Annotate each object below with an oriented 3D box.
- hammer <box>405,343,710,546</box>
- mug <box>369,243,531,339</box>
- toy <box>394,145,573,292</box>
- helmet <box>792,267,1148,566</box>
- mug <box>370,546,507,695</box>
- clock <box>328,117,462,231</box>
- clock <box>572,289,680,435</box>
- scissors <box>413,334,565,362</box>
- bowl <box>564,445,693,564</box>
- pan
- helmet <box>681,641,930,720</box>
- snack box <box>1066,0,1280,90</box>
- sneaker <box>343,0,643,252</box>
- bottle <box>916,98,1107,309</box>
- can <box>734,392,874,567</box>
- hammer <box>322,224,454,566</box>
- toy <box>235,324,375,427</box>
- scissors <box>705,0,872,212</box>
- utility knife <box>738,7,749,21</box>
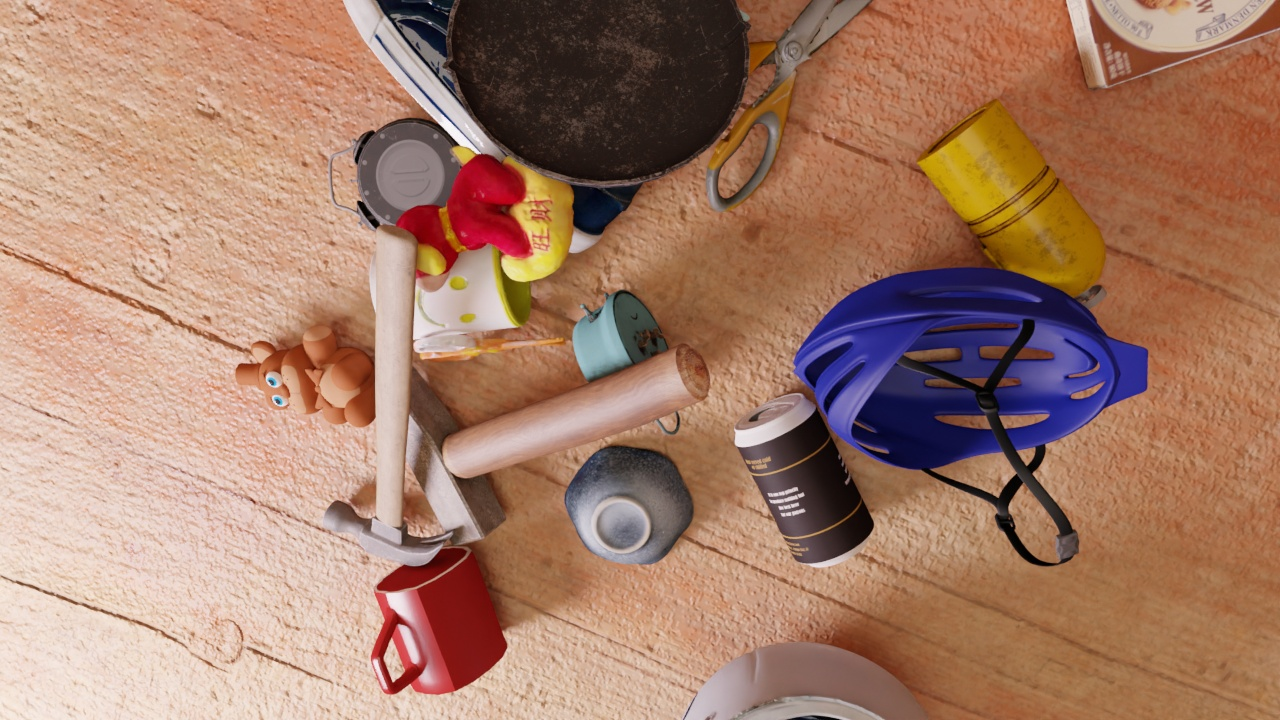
[{"bbox_3d":[-0.075,0.044,0.711,0.302,0.037,0.158,-20,100,35],"label":"hammer"},{"bbox_3d":[-0.150,-0.061,0.733,0.106,0.082,0.082,-7,102,9],"label":"mug"},{"bbox_3d":[-0.114,-0.101,0.654,0.137,0.067,0.105,-14,105,10],"label":"toy"},{"bbox_3d":[0.221,0.037,0.638,0.242,0.227,0.148,-7,133,22],"label":"helmet"},{"bbox_3d":[-0.182,0.229,0.785,0.081,0.116,0.096,-10,103,38],"label":"mug"},{"bbox_3d":[-0.183,-0.146,0.736,0.123,0.043,0.091,-2,95,4],"label":"clock"},{"bbox_3d":[-0.004,0.004,0.729,0.053,0.089,0.124,-26,94,23],"label":"clock"},{"bbox_3d":[-0.121,-0.014,0.745,0.133,0.084,0.012,-6,81,6],"label":"scissors"},{"bbox_3d":[-0.012,0.130,0.774,0.110,0.055,0.110,1,102,6],"label":"bowl"},{"bbox_3d":[-0.044,-0.280,0.644,0.207,0.040,0.356,-10,76,-8],"label":"pan"},{"bbox_3d":[0.131,0.349,0.751,0.237,0.163,0.264,11,110,8],"label":"helmet"},{"bbox_3d":[0.375,-0.283,0.639,0.147,0.041,0.143,-17,99,11],"label":"snack box"},{"bbox_3d":[-0.098,-0.228,0.680,0.127,0.120,0.294,-39,99,26],"label":"sneaker"},{"bbox_3d":[0.282,-0.105,0.678,0.071,0.071,0.164,-39,95,13],"label":"bottle"},{"bbox_3d":[0.132,0.097,0.740,0.072,0.071,0.128,-26,98,12],"label":"can"},{"bbox_3d":[-0.193,0.041,0.718,0.119,0.030,0.332,22,126,12],"label":"hammer"},{"bbox_3d":[-0.283,0.017,0.776,0.128,0.065,0.095,1,121,8],"label":"toy"},{"bbox_3d":[0.105,-0.210,0.691,0.225,0.016,0.166,-32,121,-1],"label":"scissors"},{"bbox_3d":[0.016,-0.301,0.695,0.158,0.015,0.022,30,79,-2],"label":"utility knife"}]
